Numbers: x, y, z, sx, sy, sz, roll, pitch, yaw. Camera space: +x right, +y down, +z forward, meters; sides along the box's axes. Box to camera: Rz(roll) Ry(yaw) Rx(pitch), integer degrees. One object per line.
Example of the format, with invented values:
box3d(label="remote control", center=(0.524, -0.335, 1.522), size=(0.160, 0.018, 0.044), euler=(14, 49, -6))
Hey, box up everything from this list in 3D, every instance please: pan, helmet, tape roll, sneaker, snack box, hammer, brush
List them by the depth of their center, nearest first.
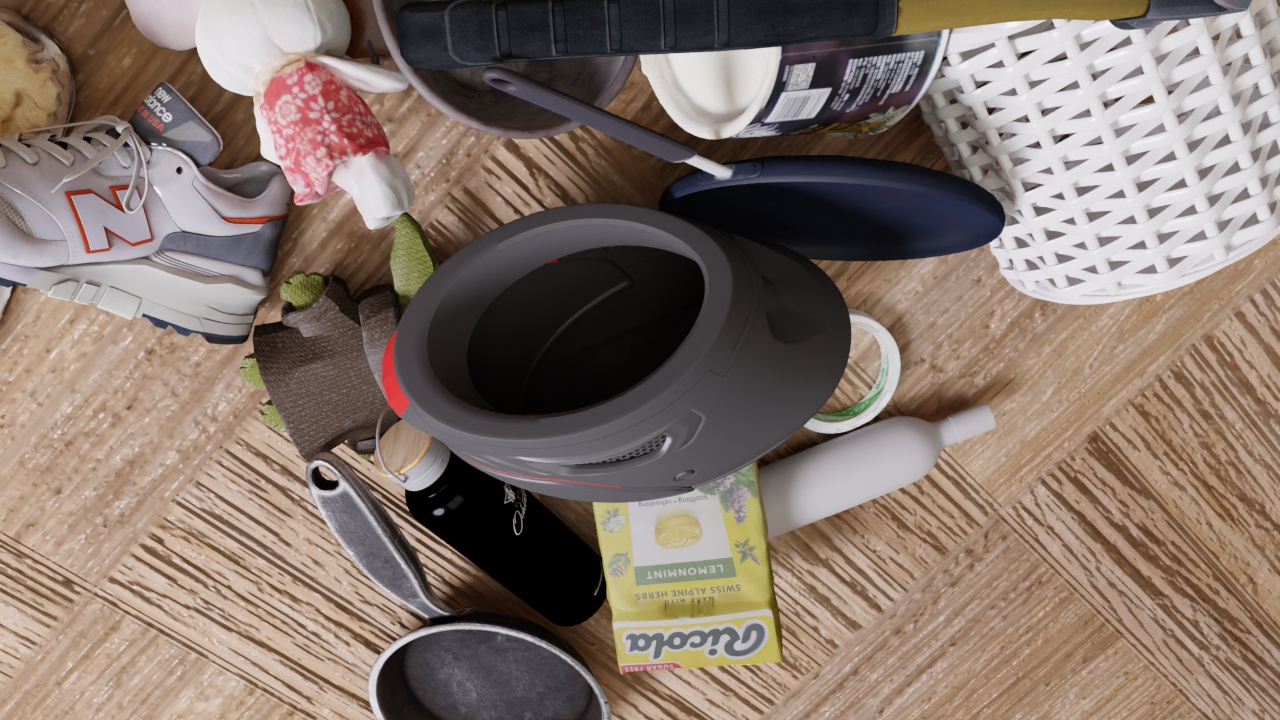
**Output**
box3d(label="hammer", center=(0.072, -0.139, 0.367), size=(0.333, 0.117, 0.025), euler=(-3, 106, 1))
box3d(label="pan", center=(0.058, -0.097, 0.488), size=(0.355, 0.199, 0.021), euler=(9, 84, -48))
box3d(label="sneaker", center=(-0.292, -0.099, 0.501), size=(0.124, 0.089, 0.239), euler=(-54, 147, 5))
box3d(label="brush", center=(-0.412, -0.078, 0.539), size=(0.083, 0.056, 0.272), euler=(26, 106, -21))
box3d(label="helmet", center=(-0.003, 0.003, 0.556), size=(0.265, 0.164, 0.170), euler=(-17, 153, 0))
box3d(label="snack box", center=(0.032, 0.132, 0.654), size=(0.121, 0.045, 0.181), euler=(-6, 103, 9))
box3d(label="pan", center=(-0.142, 0.195, 0.664), size=(0.187, 0.055, 0.357), euler=(-13, 119, 14))
box3d(label="tape roll", center=(0.145, 0.008, 0.679), size=(0.094, 0.018, 0.094), euler=(-3, 113, -7))

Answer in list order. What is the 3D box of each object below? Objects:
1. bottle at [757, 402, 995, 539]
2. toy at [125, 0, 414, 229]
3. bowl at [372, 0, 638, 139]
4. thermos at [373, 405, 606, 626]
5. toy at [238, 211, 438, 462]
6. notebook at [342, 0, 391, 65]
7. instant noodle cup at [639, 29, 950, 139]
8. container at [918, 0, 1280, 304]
box3d(label="bottle", center=(0.171, 0.077, 0.692), size=(0.195, 0.052, 0.052), euler=(-22, 113, 1))
box3d(label="toy", center=(-0.189, -0.163, 0.501), size=(0.159, 0.084, 0.194), euler=(-32, 93, 23))
box3d(label="bowl", center=(-0.077, -0.189, 0.497), size=(0.144, 0.067, 0.145), euler=(-2, 96, -25))
box3d(label="thermos", center=(-0.102, 0.106, 0.619), size=(0.061, 0.061, 0.231), euler=(-33, 132, 5))
box3d(label="toy", center=(-0.176, 0.001, 0.595), size=(0.152, 0.078, 0.179), euler=(-20, 118, -8))
box3d(label="notebook", center=(-0.073, -0.265, 0.532), size=(0.225, 0.024, 0.167), euler=(-9, 112, -5))
box3d(label="instant noodle cup", center=(0.072, -0.177, 0.479), size=(0.112, 0.137, 0.137), euler=(-21, 117, -33))
box3d(label="container", center=(0.266, -0.162, 0.536), size=(0.189, 0.189, 0.187), euler=(-34, 114, 6))
